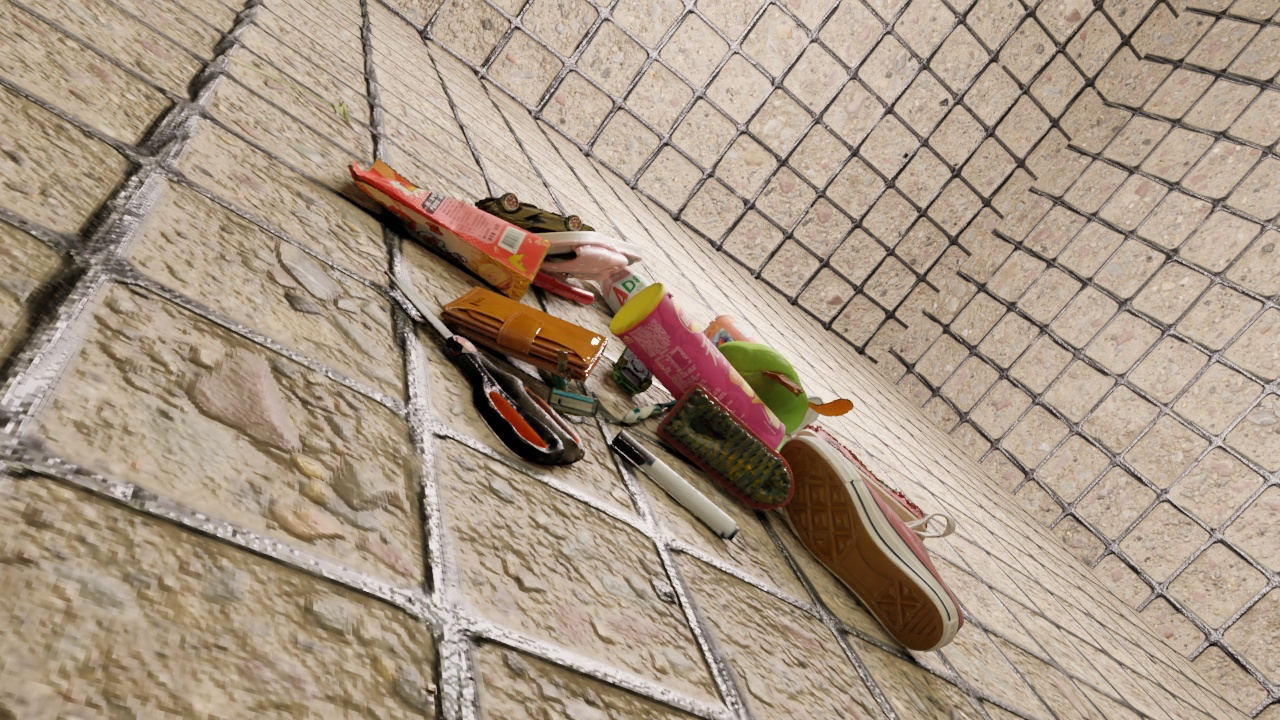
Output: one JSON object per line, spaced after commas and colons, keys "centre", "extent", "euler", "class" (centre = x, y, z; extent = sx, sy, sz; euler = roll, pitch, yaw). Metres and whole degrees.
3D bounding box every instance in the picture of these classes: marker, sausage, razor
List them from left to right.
{"centre": [-0.102, -0.090, 1.095], "extent": [0.020, 0.020, 0.155], "euler": [46, 15, 32], "class": "sausage"}
{"centre": [-0.066, 0.014, 0.804], "extent": [0.043, 0.028, 0.132], "euler": [12, 22, -16], "class": "razor"}
{"centre": [0.029, 0.105, 0.772], "extent": [0.131, 0.018, 0.022], "euler": [39, 21, 7], "class": "marker"}

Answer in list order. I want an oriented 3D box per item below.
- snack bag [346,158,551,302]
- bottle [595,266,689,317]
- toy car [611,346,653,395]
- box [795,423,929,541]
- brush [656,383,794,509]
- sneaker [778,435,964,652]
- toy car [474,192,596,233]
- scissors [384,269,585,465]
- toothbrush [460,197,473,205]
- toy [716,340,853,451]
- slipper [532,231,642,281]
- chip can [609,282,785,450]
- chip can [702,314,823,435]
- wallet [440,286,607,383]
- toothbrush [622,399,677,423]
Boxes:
{"centre": [-0.194, -0.141, 0.932], "extent": [0.208, 0.073, 0.128], "euler": [31, 10, -9], "class": "snack bag"}
{"centre": [-0.008, -0.080, 1.228], "extent": [0.068, 0.068, 0.197], "euler": [27, 13, -42], "class": "bottle"}
{"centre": [-0.006, 0.006, 0.978], "extent": [0.043, 0.036, 0.091], "euler": [44, 26, -9], "class": "toy car"}
{"centre": [0.222, 0.148, 0.990], "extent": [0.168, 0.091, 0.079], "euler": [41, 16, 10], "class": "box"}
{"centre": [0.089, 0.091, 0.900], "extent": [0.146, 0.063, 0.069], "euler": [40, -6, 1], "class": "brush"}
{"centre": [0.228, 0.171, 0.901], "extent": [0.087, 0.118, 0.241], "euler": [-5, 48, -47], "class": "sneaker"}
{"centre": [-0.132, -0.176, 1.161], "extent": [0.158, 0.042, 0.070], "euler": [13, -3, -21], "class": "toy car"}
{"centre": [-0.133, -0.002, 0.688], "extent": [0.235, 0.022, 0.136], "euler": [39, 13, 2], "class": "scissors"}
{"centre": [-0.236, -0.184, 1.062], "extent": [0.015, 0.018, 0.180], "euler": [43, 14, 6], "class": "toothbrush"}
{"centre": [0.135, 0.035, 1.081], "extent": [0.227, 0.090, 0.247], "euler": [15, -15, 20], "class": "toy"}
{"centre": [-0.076, -0.124, 1.127], "extent": [0.114, 0.054, 0.274], "euler": [0, 2, 21], "class": "slipper"}
{"centre": [0.061, 0.019, 0.952], "extent": [0.210, 0.071, 0.071], "euler": [48, 9, -19], "class": "chip can"}
{"centre": [0.178, 0.017, 1.380], "extent": [0.071, 0.071, 0.214], "euler": [23, 20, -50], "class": "chip can"}
{"centre": [-0.098, -0.022, 0.784], "extent": [0.130, 0.035, 0.119], "euler": [22, 11, 1], "class": "wallet"}
{"centre": [0.016, 0.053, 0.930], "extent": [0.018, 0.016, 0.191], "euler": [51, 14, 9], "class": "toothbrush"}
